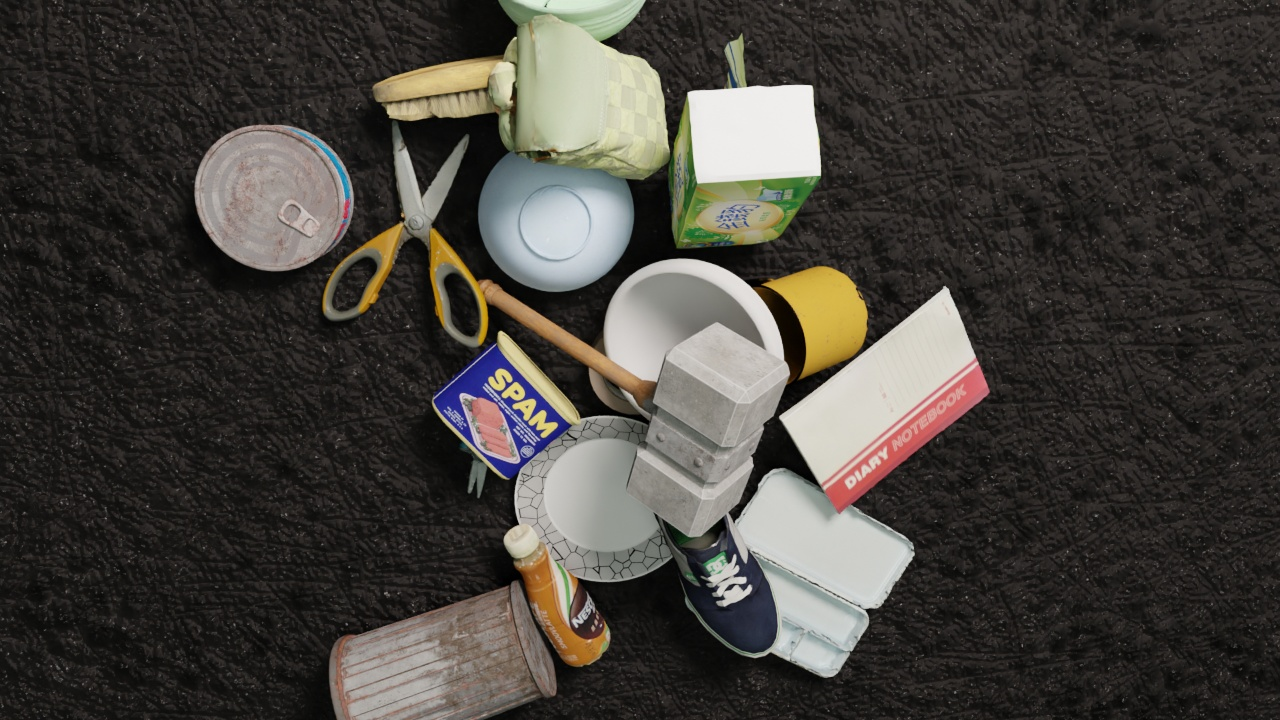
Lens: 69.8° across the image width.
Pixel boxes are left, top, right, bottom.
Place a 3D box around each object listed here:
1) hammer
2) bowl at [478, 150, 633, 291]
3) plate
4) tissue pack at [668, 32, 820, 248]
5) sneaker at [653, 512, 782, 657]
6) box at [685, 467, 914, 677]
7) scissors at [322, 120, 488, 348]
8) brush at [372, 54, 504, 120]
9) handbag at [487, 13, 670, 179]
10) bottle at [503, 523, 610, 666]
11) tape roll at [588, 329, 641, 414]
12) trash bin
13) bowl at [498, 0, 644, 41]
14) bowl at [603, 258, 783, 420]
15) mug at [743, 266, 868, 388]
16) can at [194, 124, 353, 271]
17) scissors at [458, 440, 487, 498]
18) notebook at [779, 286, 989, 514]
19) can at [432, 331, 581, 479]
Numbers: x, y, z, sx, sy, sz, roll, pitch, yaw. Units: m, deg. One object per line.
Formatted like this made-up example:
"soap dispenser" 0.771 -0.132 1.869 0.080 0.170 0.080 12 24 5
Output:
"hammer" -0.036 0.003 0.835 0.318 0.082 0.163 32 127 23
"bowl" -0.079 -0.132 0.856 0.150 0.074 0.151 -1 105 -4
"plate" -0.035 0.143 0.955 0.188 0.016 0.189 0 108 -1
"tissue pack" 0.081 -0.192 0.802 0.120 0.198 0.141 -3 81 -10
"sneaker" 0.075 0.204 0.910 0.084 0.079 0.235 -28 101 -2
"box" 0.174 0.231 0.989 0.208 0.037 0.189 28 93 -18
"scissors" -0.224 -0.110 0.871 0.217 0.016 0.225 -16 95 8
"brush" -0.141 -0.248 0.828 0.195 0.059 0.043 -11 116 -9
"handbag" -0.055 -0.212 0.783 0.117 0.186 0.113 5 94 32
"bottle" -0.090 0.241 0.950 0.059 0.059 0.167 -26 113 2
"tape roll" -0.005 0.005 0.921 0.093 0.030 0.094 -1 105 -5
"trash bin" -0.206 0.317 0.935 0.211 0.130 0.131 -19 105 -1
"bowl" -0.058 -0.327 0.791 0.151 0.077 0.150 0 63 0
"bowl" 0.056 -0.016 0.851 0.177 0.066 0.177 14 121 25
"mug" 0.145 -0.042 0.881 0.093 0.123 0.101 -20 143 -33
"can" -0.335 -0.150 0.845 0.130 0.044 0.130 -1 105 -5
"scissors" -0.152 0.066 0.931 0.144 0.019 0.126 -36 105 7
"notebook" 0.252 0.044 0.925 0.208 0.012 0.153 -38 123 -4
"can" -0.131 0.046 0.888 0.092 0.056 0.116 -41 107 4
